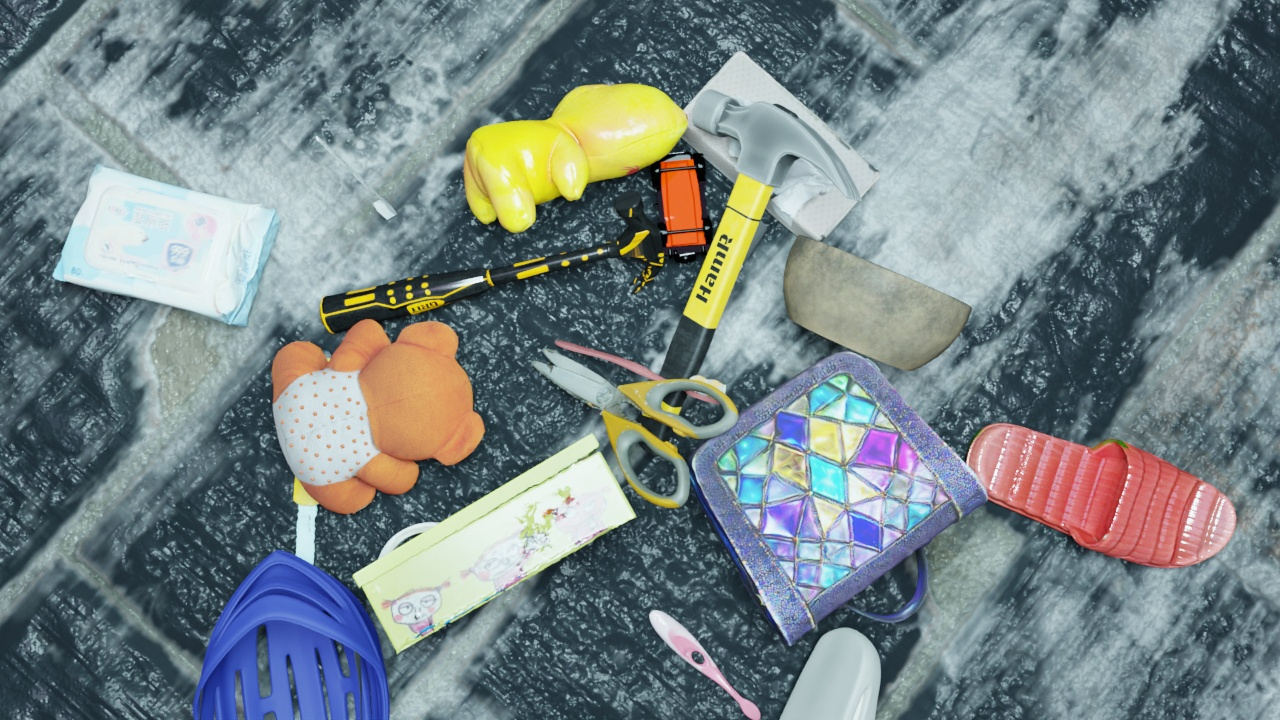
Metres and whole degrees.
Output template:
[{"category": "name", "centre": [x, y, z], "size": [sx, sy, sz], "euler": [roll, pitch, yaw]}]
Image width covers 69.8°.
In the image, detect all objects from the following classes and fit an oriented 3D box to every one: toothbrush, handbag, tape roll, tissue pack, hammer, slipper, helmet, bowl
[{"category": "toothbrush", "centre": [-0.005, 0.005, 0.816], "size": [0.185, 0.015, 0.016], "euler": [18, 115, 31]}, {"category": "handbag", "centre": [0.166, 0.125, 0.795], "size": [0.204, 0.125, 0.222], "euler": [-35, 84, -5]}, {"category": "tape roll", "centre": [-0.194, 0.194, 0.836], "size": [0.093, 0.013, 0.093], "euler": [0, 84, -2]}, {"category": "tissue pack", "centre": [-0.430, -0.104, 0.831], "size": [0.182, 0.070, 0.112], "euler": [14, 85, 1]}, {"category": "hammer", "centre": [-0.136, -0.073, 0.831], "size": [0.321, 0.123, 0.036], "euler": [-13, 58, 7]}, {"category": "slipper", "centre": [0.155, 0.365, 0.789], "size": [0.080, 0.113, 0.265], "euler": [25, 85, -19]}, {"category": "toothbrush", "centre": [-0.243, -0.153, 0.784], "size": [0.010, 0.181, 0.010], "euler": [-31, 81, -1]}, {"category": "tissue pack", "centre": [0.126, -0.194, 0.857], "size": [0.181, 0.071, 0.104], "euler": [43, 84, -1]}, {"category": "toothbrush", "centre": [0.058, 0.276, 0.834], "size": [0.135, 0.016, 0.021], "euler": [44, 84, 5]}, {"category": "helmet", "centre": [-0.277, 0.275, 0.720], "size": [0.147, 0.228, 0.241], "euler": [-11, 86, -12]}, {"category": "slipper", "centre": [0.424, 0.123, 0.836], "size": [0.249, 0.059, 0.103], "euler": [17, 84, 2]}, {"category": "hammer", "centre": [0.066, -0.059, 0.793], "size": [0.170, 0.034, 0.325], "euler": [35, 113, 34]}, {"category": "bowl", "centre": [0.197, -0.047, 0.799], "size": [0.162, 0.162, 0.070], "euler": [23, 100, 1]}]

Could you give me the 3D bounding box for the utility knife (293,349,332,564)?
[{"category": "utility knife", "centre": [-0.304, 0.096, 0.840], "size": [0.030, 0.019, 0.218], "euler": [1, 80, 1]}]

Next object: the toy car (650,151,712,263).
[{"category": "toy car", "centre": [0.038, -0.143, 0.856], "size": [0.051, 0.049, 0.100], "euler": [-6, 84, -1]}]

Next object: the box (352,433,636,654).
[{"category": "box", "centre": [-0.121, 0.152, 0.778], "size": [0.221, 0.124, 0.082], "euler": [-27, 85, -8]}]

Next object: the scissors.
[{"category": "scissors", "centre": [-0.025, 0.048, 0.794], "size": [0.228, 0.016, 0.134], "euler": [18, 77, 36]}]

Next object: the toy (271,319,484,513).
[{"category": "toy", "centre": [-0.230, 0.043, 0.813], "size": [0.172, 0.093, 0.163], "euler": [-17, 88, 2]}]

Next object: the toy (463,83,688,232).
[{"category": "toy", "centre": [-0.065, -0.190, 0.812], "size": [0.193, 0.134, 0.087], "euler": [-27, 111, -12]}]

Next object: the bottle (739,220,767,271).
[{"category": "bottle", "centre": [0.076, -0.085, 0.861], "size": [0.030, 0.030, 0.113], "euler": [34, 85, 2]}]
